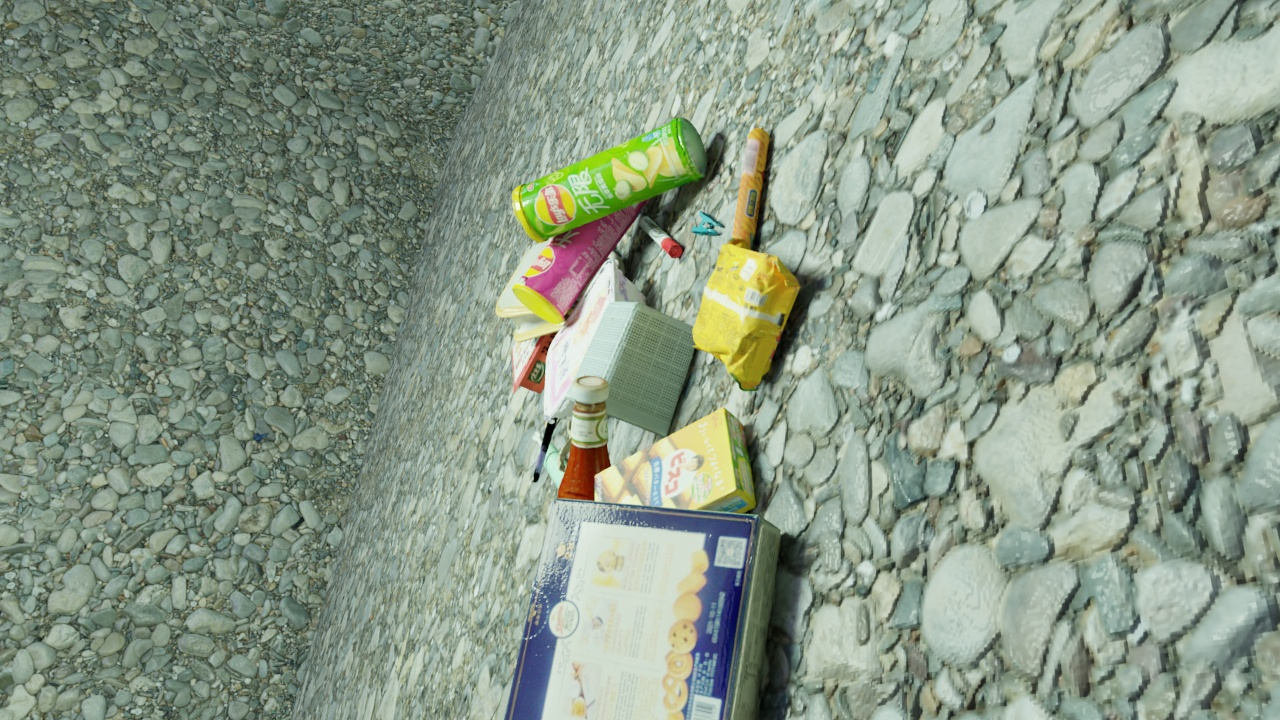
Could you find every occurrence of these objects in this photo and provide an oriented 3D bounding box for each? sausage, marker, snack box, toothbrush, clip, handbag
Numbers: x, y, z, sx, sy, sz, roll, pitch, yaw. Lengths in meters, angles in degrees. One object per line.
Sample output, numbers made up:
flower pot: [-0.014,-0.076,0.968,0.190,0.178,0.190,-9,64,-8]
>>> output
sausage: [0.102,-0.153,0.862,0.022,0.021,0.165,-30,45,59]
marker: [0.021,-0.145,1.062,0.017,0.017,0.145,-65,22,15]
snack box: [-0.134,-0.023,1.264,0.113,0.044,0.127,-59,22,22]
toothbrush: [-0.106,0.068,1.142,0.017,0.014,0.188,-23,42,43]
toothbrush: [-0.108,0.124,1.132,0.026,0.027,0.224,-35,21,-8]
clip: [-0.077,0.102,1.065,0.094,0.035,0.102,-71,17,-4]
handbag: [-0.090,-0.109,1.189,0.179,0.063,0.163,-10,40,34]
clip: [0.069,-0.138,0.944,0.049,0.015,0.057,-66,20,6]
snack box: [0.024,0.106,0.747,0.141,0.034,0.086,-28,39,23]
snack box: [0.000,0.196,0.658,0.183,0.045,0.177,-1,68,33]

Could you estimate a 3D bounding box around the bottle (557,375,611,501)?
bottle: [-0.047,0.114,0.850,0.059,0.059,0.206,-124,33,-64]

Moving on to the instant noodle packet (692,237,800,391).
instant noodle packet: [0.087,-0.042,0.774,0.128,0.044,0.111,-129,54,-70]

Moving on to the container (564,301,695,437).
container: [-0.005,0.005,0.902,0.111,0.090,0.090,-68,21,-3]

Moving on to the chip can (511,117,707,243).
chip can: [-0.033,-0.201,1.030,0.222,0.072,0.072,-18,46,20]

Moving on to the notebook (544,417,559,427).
notebook: [-0.093,-0.028,1.248,0.150,0.012,0.211,-55,26,33]

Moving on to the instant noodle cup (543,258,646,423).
instant noodle cup: [-0.048,-0.014,1.055,0.174,0.060,0.137,-54,26,36]

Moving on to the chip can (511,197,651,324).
chip can: [-0.066,-0.146,1.113,0.210,0.071,0.071,-55,17,-15]
